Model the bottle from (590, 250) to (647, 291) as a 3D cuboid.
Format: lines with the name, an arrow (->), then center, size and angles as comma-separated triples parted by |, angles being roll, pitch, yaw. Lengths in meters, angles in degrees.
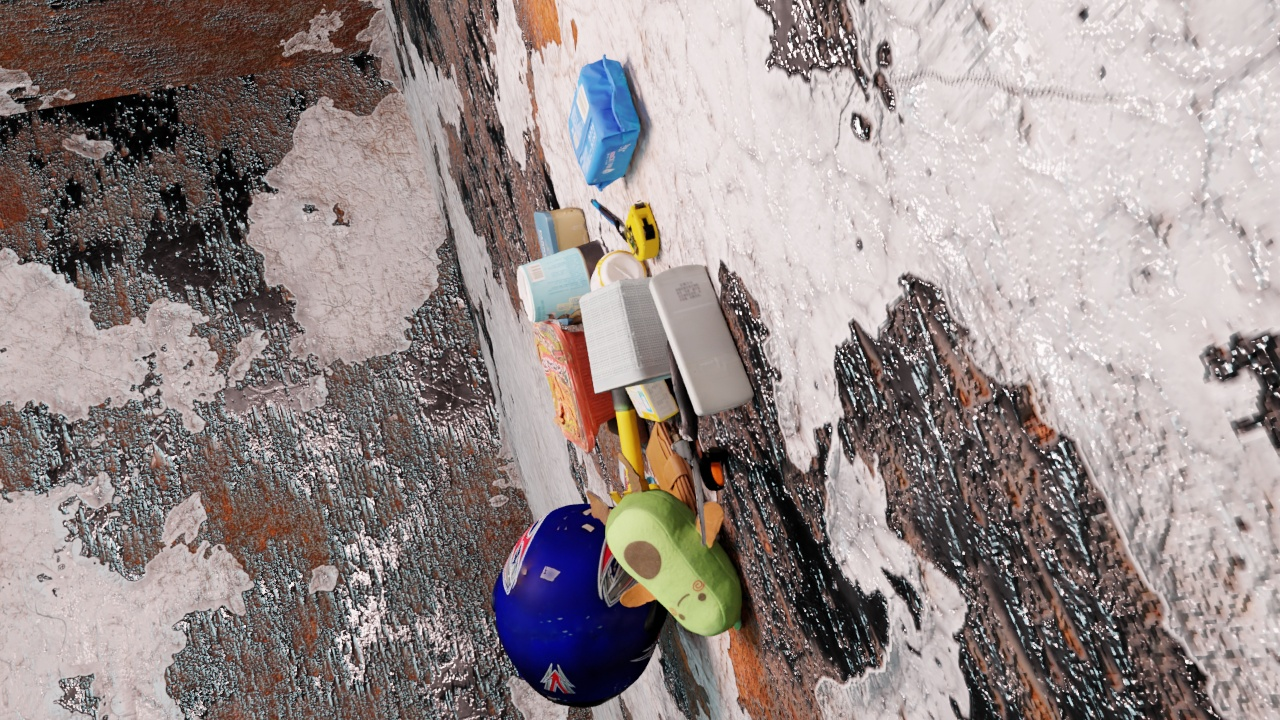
bottle -> -0.030, -0.091, 1.117 | 0.108, 0.063, 0.063 | 132, 122, -73

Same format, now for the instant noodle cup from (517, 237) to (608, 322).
instant noodle cup -> -0.102, -0.101, 1.255 | 0.111, 0.120, 0.111 | 164, 90, -75

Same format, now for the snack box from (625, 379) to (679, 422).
snack box -> -0.007, 0.007, 1.135 | 0.140, 0.033, 0.087 | 62, 166, -8

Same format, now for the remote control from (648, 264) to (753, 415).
remote control -> 0.057, -0.021, 0.882 | 0.021, 0.058, 0.150 | 112, 141, -68

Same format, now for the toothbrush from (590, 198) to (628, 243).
toothbrush -> -0.035, -0.178, 1.156 | 0.189, 0.016, 0.014 | -127, 17, -60

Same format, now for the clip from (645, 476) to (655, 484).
clip -> 0.019, 0.192, 1.315 | 0.034, 0.013, 0.054 | 135, 119, -72

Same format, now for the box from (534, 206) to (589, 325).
box -> -0.107, -0.146, 1.350 | 0.090, 0.061, 0.184 | -155, 50, -70

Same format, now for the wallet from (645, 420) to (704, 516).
wallet -> 0.044, 0.150, 1.153 | 0.108, 0.031, 0.131 | 101, 149, -62

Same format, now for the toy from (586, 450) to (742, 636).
toy -> 0.030, 0.224, 1.074 | 0.246, 0.089, 0.228 | 45, 133, 12

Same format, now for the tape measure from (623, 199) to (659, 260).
tape measure -> -0.001, -0.141, 1.031 | 0.060, 0.029, 0.057 | 116, 136, -69

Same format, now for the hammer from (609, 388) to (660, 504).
hammer -> -0.020, 0.063, 1.215 | 0.128, 0.033, 0.301 | -19, -79, -70

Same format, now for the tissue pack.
tissue pack -> -0.040, -0.257, 1.014 | 0.157, 0.052, 0.095 | 127, 128, -71

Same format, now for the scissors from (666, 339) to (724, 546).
scissors -> 0.056, 0.076, 0.899 | 0.234, 0.022, 0.220 | 47, -149, -66

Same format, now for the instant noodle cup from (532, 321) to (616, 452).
instant noodle cup -> -0.089, 0.028, 1.299 | 0.164, 0.079, 0.189 | -158, 53, -70

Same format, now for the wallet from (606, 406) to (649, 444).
wallet -> -0.026, 0.062, 1.318 | 0.124, 0.032, 0.101 | -159, 58, -71

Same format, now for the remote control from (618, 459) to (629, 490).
remote control -> -0.003, 0.203, 1.392 | 0.136, 0.020, 0.056 | -122, 21, -46

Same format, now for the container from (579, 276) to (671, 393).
container -> -0.007, -0.029, 1.012 | 0.090, 0.090, 0.111 | -18, 84, 49

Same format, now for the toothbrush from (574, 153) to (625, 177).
toothbrush -> -0.052, -0.243, 1.145 | 0.189, 0.014, 0.018 | 46, 158, 60

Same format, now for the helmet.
helmet -> -0.078, 0.326, 1.340 | 0.314, 0.247, 0.241 | -58, -31, -64
